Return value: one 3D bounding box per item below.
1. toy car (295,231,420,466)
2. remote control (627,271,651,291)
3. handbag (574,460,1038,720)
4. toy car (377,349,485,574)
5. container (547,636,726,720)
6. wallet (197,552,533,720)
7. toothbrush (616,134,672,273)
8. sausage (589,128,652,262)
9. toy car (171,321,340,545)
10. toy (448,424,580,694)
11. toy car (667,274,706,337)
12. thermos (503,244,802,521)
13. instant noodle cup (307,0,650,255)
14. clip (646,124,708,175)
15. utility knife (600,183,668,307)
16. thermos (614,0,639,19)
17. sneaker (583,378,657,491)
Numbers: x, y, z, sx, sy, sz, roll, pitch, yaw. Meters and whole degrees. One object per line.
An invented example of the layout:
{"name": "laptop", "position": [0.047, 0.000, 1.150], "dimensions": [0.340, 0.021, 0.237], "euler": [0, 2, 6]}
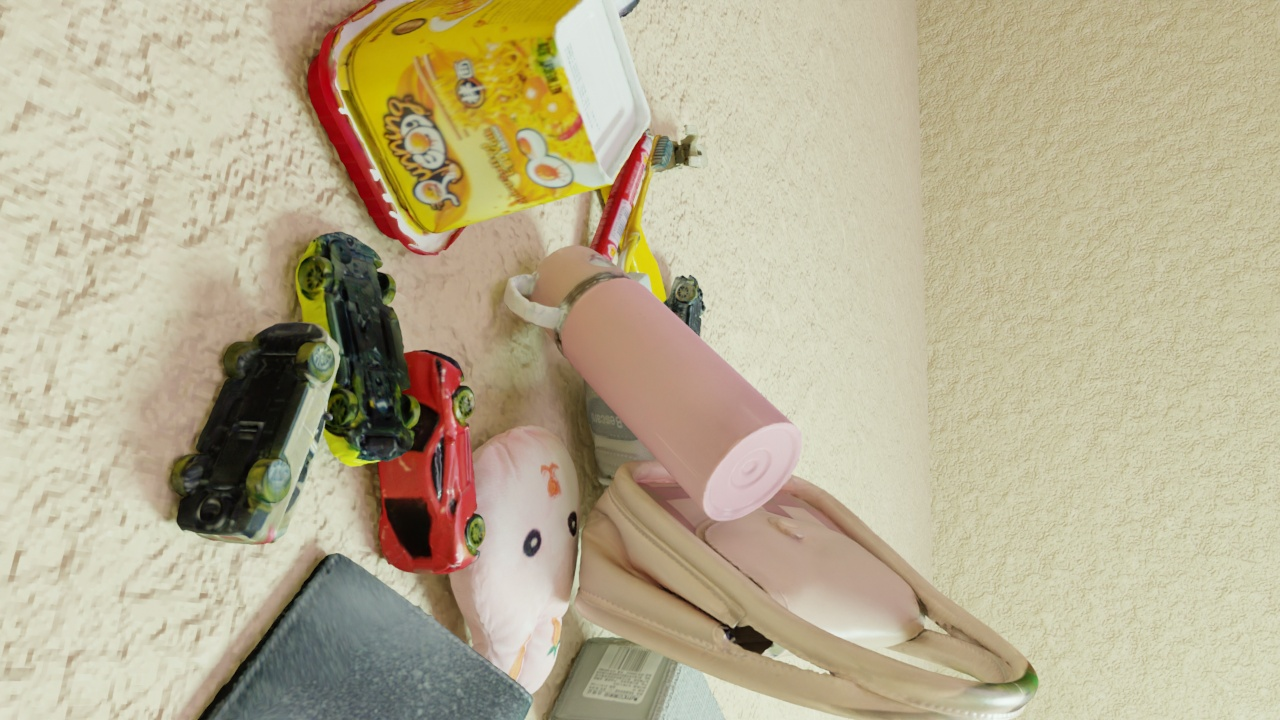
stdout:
{"name": "toy car", "position": [-0.129, -0.005, 0.407], "dimensions": [0.048, 0.032, 0.105], "euler": [10, 66, -65]}
{"name": "remote control", "position": [0.000, 0.010, 0.681], "dimensions": [0.058, 0.021, 0.150], "euler": [-51, 138, -44]}
{"name": "handbag", "position": [0.097, 0.135, 0.504], "dimensions": [0.193, 0.234, 0.093], "euler": [10, 98, -42]}
{"name": "toy car", "position": [-0.104, 0.048, 0.434], "dimensions": [0.031, 0.049, 0.106], "euler": [-6, 93, -68]}
{"name": "container", "position": [0.002, 0.247, 0.598], "dimensions": [0.114, 0.090, 0.090], "euler": [70, 28, -26]}
{"name": "wallet", "position": [-0.108, 0.149, 0.381], "dimensions": [0.121, 0.019, 0.097], "euler": [42, 38, -13]}
{"name": "toothbrush", "position": [-0.004, -0.086, 0.685], "dimensions": [0.016, 0.018, 0.191], "euler": [35, 64, -50]}
{"name": "sausage", "position": [-0.018, -0.104, 0.663], "dimensions": [0.020, 0.020, 0.155], "euler": [49, 53, -54]}
{"name": "toy car", "position": [-0.144, 0.027, 0.355], "dimensions": [0.035, 0.042, 0.090], "euler": [64, 32, -58]}
{"name": "toy", "position": [-0.068, 0.116, 0.506], "dimensions": [0.121, 0.054, 0.159], "euler": [-11, 104, -69]}
{"name": "toy car", "position": [0.035, -0.020, 0.776], "dimensions": [0.049, 0.031, 0.105], "euler": [43, 51, -69]}
{"name": "thermos", "position": [-0.003, 0.003, 0.521], "dimensions": [0.087, 0.198, 0.067], "euler": [-1, 126, -42]}
{"name": "instant noodle cup", "position": [-0.070, -0.124, 0.442], "dimensions": [0.115, 0.124, 0.116], "euler": [-65, 143, -47]}
{"name": "clip", "position": [0.021, -0.178, 0.795], "dimensions": [0.104, 0.084, 0.035], "euler": [-105, -174, -83]}
{"name": "utility knife", "position": [-0.007, -0.093, 0.714], "dimensions": [0.033, 0.015, 0.154], "euler": [-53, 135, -42]}
{"name": "thermos", "position": [-0.068, -0.308, 0.533], "dimensions": [0.073, 0.073, 0.224], "euler": [-67, 144, -45]}
{"name": "sneaker", "position": [0.003, 0.109, 0.637], "dimensions": [0.090, 0.090, 0.242], "euler": [-40, 119, -34]}
